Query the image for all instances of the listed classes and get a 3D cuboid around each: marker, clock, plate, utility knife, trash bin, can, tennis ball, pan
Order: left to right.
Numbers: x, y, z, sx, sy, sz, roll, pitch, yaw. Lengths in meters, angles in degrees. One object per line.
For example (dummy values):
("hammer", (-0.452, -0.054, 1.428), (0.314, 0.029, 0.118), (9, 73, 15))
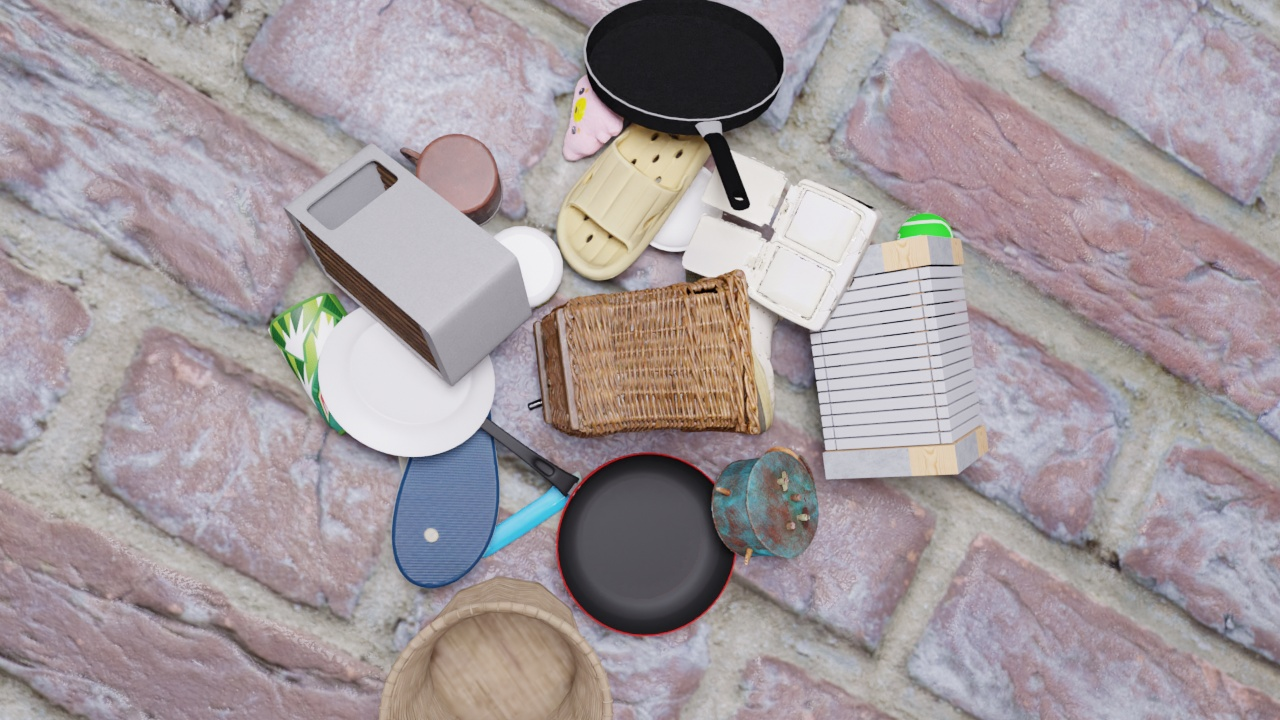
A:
("can", (-0.341, 0.004, 1.023), (0.083, 0.083, 0.144), (-32, 93, -5))
("trash bin", (-0.240, -0.102, 0.959), (0.229, 0.115, 0.114), (38, 69, 21))
("plate", (-0.248, 0.012, 0.993), (0.188, 0.016, 0.188), (11, 60, -20))
("utility knife", (-0.149, 0.194, 1.078), (0.195, 0.015, 0.031), (-32, 93, -9))
("marker", (-0.062, 0.028, 1.089), (0.152, 0.011, 0.011), (-21, 92, -5))
("pan", (-0.052, 0.167, 1.059), (0.356, 0.067, 0.208), (37, 84, -5))
("pan", (0.062, -0.281, 0.995), (0.225, 0.034, 0.355), (-7, 55, -9))
("clock", (0.160, 0.161, 1.065), (0.157, 0.073, 0.121), (-24, 95, -41))
("trash bin", (0.285, -0.005, 1.029), (0.143, 0.142, 0.247), (-7, 91, 33))
("tennis ball", (0.342, -0.144, 1.103), (0.065, 0.065, 0.065), (0, 90, -6))

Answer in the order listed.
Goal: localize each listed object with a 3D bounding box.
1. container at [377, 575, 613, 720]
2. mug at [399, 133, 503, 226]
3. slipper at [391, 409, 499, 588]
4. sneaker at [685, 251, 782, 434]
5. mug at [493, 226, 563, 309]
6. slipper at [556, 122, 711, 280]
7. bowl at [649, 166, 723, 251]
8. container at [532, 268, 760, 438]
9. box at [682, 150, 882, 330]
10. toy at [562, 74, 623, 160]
("container", (-0.150, 0.349, 0.988), (0.227, 0.196, 0.227), (0, 90, -6))
("mug", (-0.215, -0.207, 1.026), (0.123, 0.110, 0.096), (27, 82, -6))
("slipper", (-0.221, 0.109, 1.052), (0.118, 0.060, 0.294), (1, 77, -11))
("sneaker", (0.124, -0.037, 1.079), (0.102, 0.089, 0.241), (-25, 109, -38))
("mug", (-0.144, -0.098, 1.051), (0.115, 0.068, 0.094), (-40, 94, -5))
("slipper", (-0.002, -0.213, 1.028), (0.111, 0.079, 0.261), (38, 87, 10))
("bowl", (0.042, -0.178, 1.081), (0.110, 0.040, 0.110), (0, 84, 4))
("container", (-0.006, 0.005, 0.963), (0.183, 0.250, 0.162), (-6, 88, -13))
("box", (0.145, -0.126, 0.970), (0.186, 0.065, 0.145), (21, 109, -1))
("toy", (-0.051, -0.279, 1.056), (0.050, 0.093, 0.102), (11, 94, -40))
